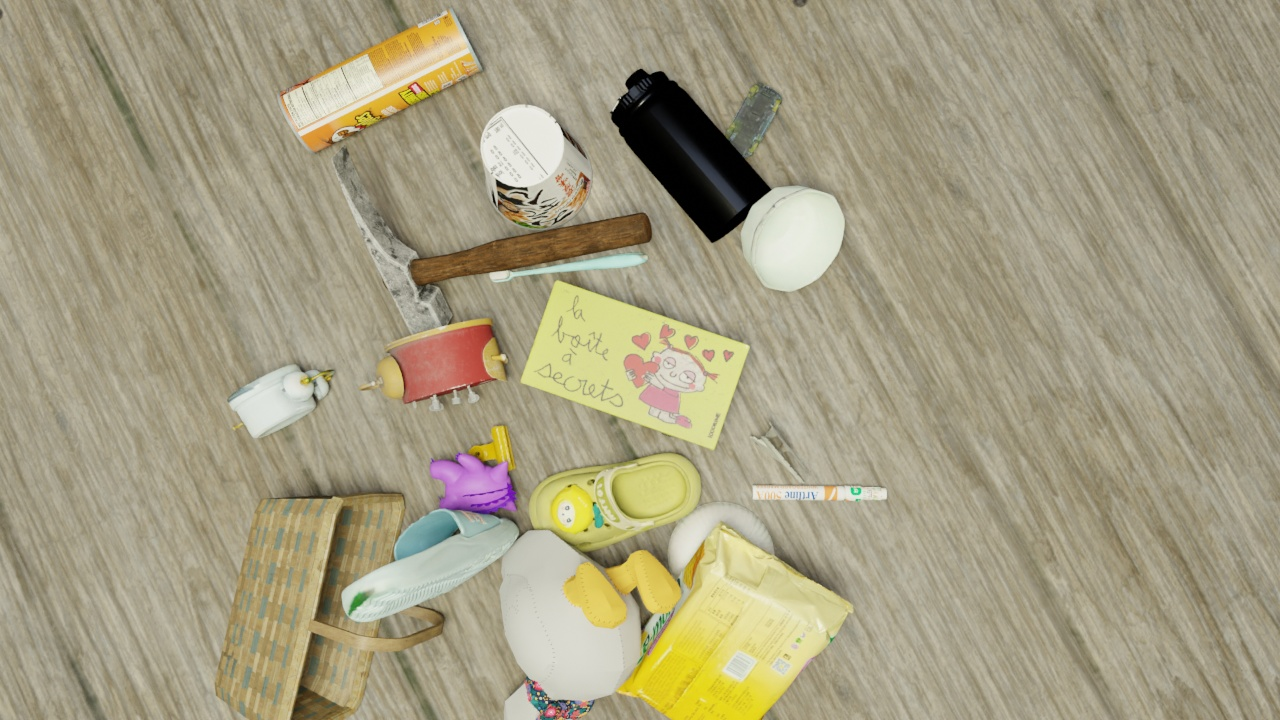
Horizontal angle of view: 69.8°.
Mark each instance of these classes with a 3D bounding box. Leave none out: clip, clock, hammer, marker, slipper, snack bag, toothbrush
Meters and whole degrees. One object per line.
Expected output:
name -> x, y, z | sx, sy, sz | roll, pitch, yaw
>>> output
clip -> -0.166, 0.102, 1.027 | 0.050, 0.044, 0.054 | -16, 86, 37
clock -> -0.221, 0.014, 0.984 | 0.158, 0.117, 0.081 | -16, 89, -7
hammer -> -0.144, -0.142, 0.936 | 0.301, 0.037, 0.218 | -9, 124, 16
clock -> -0.391, 0.037, 1.006 | 0.117, 0.083, 0.057 | -30, 91, 3
marker -> 0.196, 0.146, 1.010 | 0.145, 0.017, 0.017 | 0, 86, 2
slipper -> -0.206, 0.189, 0.908 | 0.104, 0.245, 0.074 | -36, 79, 19
snack bag -> 0.088, 0.295, 0.936 | 0.159, 0.068, 0.248 | 30, 116, 1
slipper -> -0.026, 0.154, 0.987 | 0.190, 0.081, 0.091 | -14, 88, 0
toothbrush -> -0.081, -0.106, 1.038 | 0.180, 0.016, 0.016 | -7, 85, 1
clip -> 0.152, 0.088, 0.999 | 0.046, 0.102, 0.056 | -39, 42, 2

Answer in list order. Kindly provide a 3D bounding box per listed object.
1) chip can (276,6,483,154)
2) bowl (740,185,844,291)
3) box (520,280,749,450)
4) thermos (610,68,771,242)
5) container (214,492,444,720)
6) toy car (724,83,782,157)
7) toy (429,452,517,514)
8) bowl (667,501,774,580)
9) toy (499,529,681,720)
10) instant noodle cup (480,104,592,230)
chip can -> -0.290, -0.313, 1.029 | 0.215, 0.075, 0.075 | -26, 86, 0
bowl -> 0.156, -0.140, 0.996 | 0.117, 0.117, 0.061 | -40, 42, -1
box -> -0.006, 0.006, 0.996 | 0.221, 0.082, 0.124 | 22, 87, 2
thermos -> 0.046, -0.232, 1.006 | 0.086, 0.086, 0.198 | -40, 86, -1
container -> -0.307, 0.262, 0.954 | 0.186, 0.157, 0.250 | 11, 86, 14
toy car -> 0.125, -0.268, 1.034 | 0.039, 0.027, 0.089 | 29, 86, 0
toy -> -0.179, 0.142, 0.995 | 0.088, 0.055, 0.106 | -9, 125, -6
bowl -> 0.088, 0.214, 0.986 | 0.118, 0.062, 0.118 | 0, 86, 2
toy -> -0.080, 0.291, 0.944 | 0.268, 0.140, 0.246 | -51, 57, 33
instant noodle cup -> -0.118, -0.214, 0.993 | 0.123, 0.122, 0.123 | 0, 86, 2
